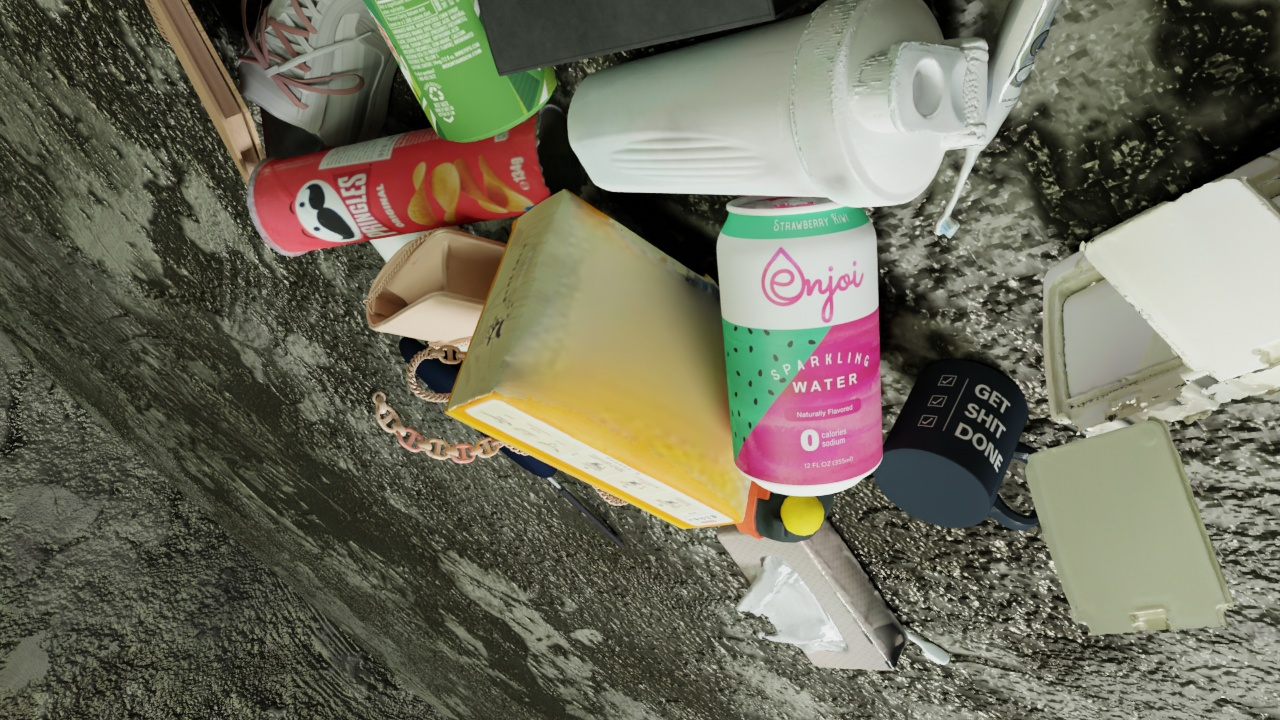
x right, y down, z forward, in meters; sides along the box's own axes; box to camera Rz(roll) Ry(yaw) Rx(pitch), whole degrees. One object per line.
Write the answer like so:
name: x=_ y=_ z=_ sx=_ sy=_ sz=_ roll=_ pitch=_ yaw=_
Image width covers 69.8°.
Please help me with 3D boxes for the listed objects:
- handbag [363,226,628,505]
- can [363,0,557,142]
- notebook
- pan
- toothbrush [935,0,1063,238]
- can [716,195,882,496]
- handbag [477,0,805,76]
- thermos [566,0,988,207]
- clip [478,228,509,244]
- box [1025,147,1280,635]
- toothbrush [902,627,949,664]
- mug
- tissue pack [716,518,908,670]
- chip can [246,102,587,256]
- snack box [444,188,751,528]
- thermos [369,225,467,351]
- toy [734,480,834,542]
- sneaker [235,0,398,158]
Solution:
handbag: x=-0.111 y=0.013 z=0.635 sx=0.198 sy=0.187 sz=0.117 roll=12 pitch=155 yaw=-38
can: x=-0.112 y=-0.207 z=0.528 sx=0.083 sy=0.082 sz=0.144 roll=8 pitch=138 yaw=38
notebook: x=-0.326 y=-0.217 z=0.677 sx=0.169 sy=0.022 sz=0.211 roll=63 pitch=163 yaw=-3
pan: x=-0.119 y=0.100 z=0.943 sx=0.356 sy=0.021 sz=0.199 roll=49 pitch=165 yaw=-33
toothbrush: x=0.165 y=-0.125 z=0.423 sx=0.024 sy=0.022 sz=0.186 roll=42 pitch=150 yaw=24
can: x=0.093 y=-0.011 z=0.530 sx=0.088 sy=0.088 sz=0.166 roll=8 pitch=112 yaw=38
handbag: x=-0.019 y=-0.250 z=0.422 sx=0.176 sy=0.072 sz=0.196 roll=5 pitch=125 yaw=40
thermos: x=0.060 y=-0.126 z=0.463 sx=0.221 sy=0.099 sz=0.099 roll=10 pitch=140 yaw=47
clip: x=-0.134 y=-0.074 z=0.725 sx=0.048 sy=0.076 sz=0.023 roll=-7 pitch=128 yaw=47
box: x=0.205 y=-0.001 z=0.360 sx=0.101 sy=0.193 sz=0.144 roll=24 pitch=147 yaw=-20
toothbrush: x=0.199 y=0.223 z=0.842 sx=0.187 sy=0.012 sz=0.017 roll=33 pitch=151 yaw=7
mug: x=0.206 y=0.060 z=0.566 sx=0.105 sy=0.077 sz=0.071 roll=33 pitch=148 yaw=6
tissue pack: x=0.145 y=0.206 z=0.808 sx=0.104 sy=0.071 sz=0.181 roll=-16 pitch=119 yaw=43
chip can: x=-0.155 y=-0.122 z=0.629 sx=0.233 sy=0.073 sz=0.073 roll=-5 pitch=132 yaw=23
snack box: x=-0.003 y=0.003 z=0.584 sx=0.195 sy=0.144 sz=0.081 roll=30 pitch=151 yaw=-28
thermos: x=-0.154 y=-0.060 z=0.772 sx=0.068 sy=0.067 sz=0.230 roll=-2 pitch=132 yaw=45
toy: x=0.089 y=0.086 z=0.694 sx=0.119 sy=0.097 sz=0.100 roll=12 pitch=159 yaw=21
sneaker: x=-0.229 y=-0.210 z=0.630 sx=0.099 sy=0.089 sz=0.237 roll=36 pitch=148 yaw=2
